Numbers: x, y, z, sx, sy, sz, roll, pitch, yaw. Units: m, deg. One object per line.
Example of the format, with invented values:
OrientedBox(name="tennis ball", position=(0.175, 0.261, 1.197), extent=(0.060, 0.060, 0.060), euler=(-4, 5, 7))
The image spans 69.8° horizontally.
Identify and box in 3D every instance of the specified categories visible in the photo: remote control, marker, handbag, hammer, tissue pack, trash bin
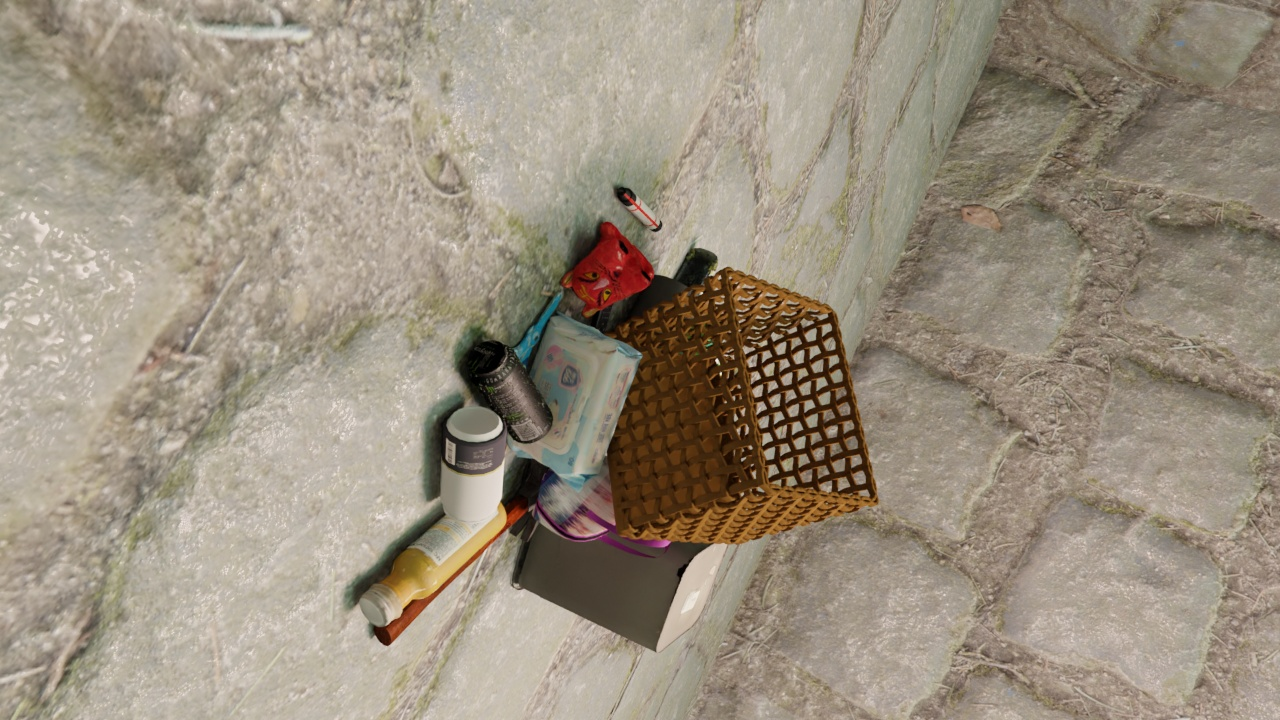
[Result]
OrientedBox(name="remote control", position=(-0.060, -0.029, 1.160), extent=(0.032, 0.015, 0.136), euler=(-4, 113, -67))
OrientedBox(name="marker", position=(-0.002, -0.187, 1.129), extent=(0.019, 0.019, 0.145), euler=(-67, 160, -1))
OrientedBox(name="handbag", position=(-0.038, 0.186, 1.129), extent=(0.144, 0.170, 0.068), euler=(-44, 156, -54))
OrientedBox(name="hammer", position=(-0.197, 0.222, 1.068), extent=(0.299, 0.028, 0.111), euler=(-42, 147, -49))
OrientedBox(name="tissue pack", position=(-0.080, 0.047, 1.048), extent=(0.070, 0.112, 0.182), euler=(10, 103, -61))
OrientedBox(name="trash bin", position=(-0.018, 0.265, 1.257), extent=(0.197, 0.220, 0.198), euler=(-10, 122, -61))

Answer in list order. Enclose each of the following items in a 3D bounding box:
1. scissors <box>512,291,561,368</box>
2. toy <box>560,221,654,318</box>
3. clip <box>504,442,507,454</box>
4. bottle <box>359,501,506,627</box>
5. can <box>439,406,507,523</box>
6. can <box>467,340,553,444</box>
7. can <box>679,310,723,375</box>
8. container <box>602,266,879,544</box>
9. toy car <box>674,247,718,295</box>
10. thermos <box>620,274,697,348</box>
OrientedBox(name="scissors", position=(-0.124, -0.021, 1.018), extent=(0.134, 0.015, 0.066), euler=(-62, 156, -17))
OrientedBox(name="toy", position=(-0.042, -0.106, 1.084), extent=(0.094, 0.088, 0.132), euler=(-38, -174, 14))
OrientedBox(name="clip", position=(-0.170, 0.110, 1.025), extent=(0.039, 0.024, 0.060), euler=(-27, 146, -56))
OrientedBox(name="bottle", position=(-0.216, 0.207, 0.966), extent=(0.185, 0.053, 0.053), euler=(-41, 148, -50))
OrientedBox(name="can", position=(-0.175, 0.113, 0.953), extent=(0.064, 0.064, 0.128), euler=(-40, 147, -51))
OrientedBox(name="can", position=(-0.135, 0.035, 0.963), extent=(0.053, 0.054, 0.138), euler=(-58, 150, -24))
OrientedBox(name="can", position=(0.088, -0.013, 1.447), extent=(0.082, 0.083, 0.144), euler=(-54, 156, -30))
OrientedBox(name="container", position=(0.106, 0.068, 1.080), extent=(0.219, 0.215, 0.251), euler=(14, 60, -44))
OrientedBox(name="toy car", position=(0.077, -0.117, 1.362), extent=(0.105, 0.048, 0.033), euler=(-61, 158, -15))
OrientedBox(name="thermos", position=(-0.007, 0.007, 1.232), extent=(0.240, 0.082, 0.082), euler=(-62, 159, -14))
